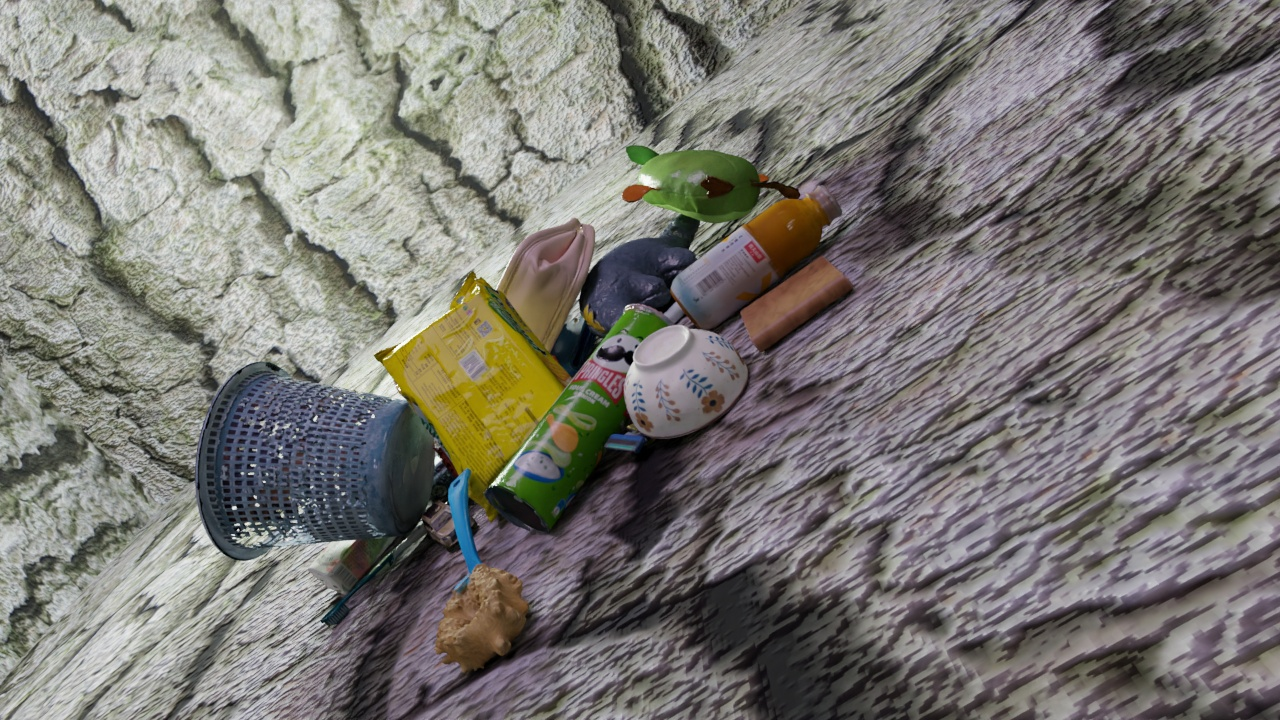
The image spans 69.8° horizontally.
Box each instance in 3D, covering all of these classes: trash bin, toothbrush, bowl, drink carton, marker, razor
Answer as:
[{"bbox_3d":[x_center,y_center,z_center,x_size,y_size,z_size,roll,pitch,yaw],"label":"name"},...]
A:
[{"bbox_3d":[-0.347,0.118,1.035,0.195,0.227,0.226,3,28,8],"label":"trash bin"},{"bbox_3d":[-0.280,0.227,1.032,0.191,0.018,0.016,-44,17,-20],"label":"toothbrush"},{"bbox_3d":[0.031,0.009,0.808,0.114,0.062,0.113,-25,28,14],"label":"bowl"},{"bbox_3d":[-0.334,0.220,1.103,0.054,0.045,0.122,-2,41,46],"label":"drink carton"},{"bbox_3d":[0.010,-0.029,1.056,0.130,0.022,0.018,-44,15,-12],"label":"marker"},{"bbox_3d":[0.022,0.039,0.857,0.043,0.022,0.142,3,42,43],"label":"razor"}]

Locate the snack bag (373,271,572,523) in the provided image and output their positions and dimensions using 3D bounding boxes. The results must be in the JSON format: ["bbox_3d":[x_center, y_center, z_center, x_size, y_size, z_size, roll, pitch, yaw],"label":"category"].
[{"bbox_3d":[-0.163,0.030,0.965,0.158,0.246,0.068,-41,-26,-3],"label":"snack bag"}]

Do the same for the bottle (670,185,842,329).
[{"bbox_3d":[0.121,-0.108,0.946,0.190,0.068,0.068,-37,17,8],"label":"bottle"}]

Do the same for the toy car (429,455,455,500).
[{"bbox_3d":[-0.230,0.126,1.144,0.120,0.037,0.054,-39,16,-8],"label":"toy car"}]

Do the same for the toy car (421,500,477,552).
[{"bbox_3d":[-0.205,0.173,0.973,0.042,0.035,0.091,-47,21,-19],"label":"toy car"}]

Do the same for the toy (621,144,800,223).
[{"bbox_3d":[0.079,-0.226,1.181,0.226,0.090,0.247,-9,20,-31],"label":"toy"}]

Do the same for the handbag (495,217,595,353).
[{"bbox_3d":[-0.119,-0.098,1.181,0.194,0.093,0.233,-59,5,34],"label":"handbag"}]

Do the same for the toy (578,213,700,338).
[{"bbox_3d":[-0.006,-0.096,1.132,0.138,0.091,0.355,-23,20,31],"label":"toy"}]

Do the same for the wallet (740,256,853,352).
[{"bbox_3d":[0.142,-0.056,0.858,0.101,0.020,0.115,-35,15,9],"label":"wallet"}]

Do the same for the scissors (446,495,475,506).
[{"bbox_3d":[-0.149,0.116,1.039,0.172,0.014,0.145,-43,19,-12],"label":"scissors"}]

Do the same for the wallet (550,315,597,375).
[{"bbox_3d":[-0.114,-0.002,1.223,0.133,0.040,0.106,-25,31,38],"label":"wallet"}]

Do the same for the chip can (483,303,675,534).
[{"bbox_3d":[-0.049,0.052,0.865,0.072,0.072,0.235,-12,37,57],"label":"chip can"}]

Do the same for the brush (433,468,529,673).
[{"bbox_3d":[-0.146,0.166,0.787,0.083,0.046,0.254,-45,29,8],"label":"brush"}]

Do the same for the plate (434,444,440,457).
[{"bbox_3d":[-0.306,0.129,1.278,0.205,0.045,0.204,-36,18,13],"label":"plate"}]

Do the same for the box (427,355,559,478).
[{"bbox_3d":[-0.153,0.062,1.042,0.168,0.079,0.091,-33,16,-2],"label":"box"}]
